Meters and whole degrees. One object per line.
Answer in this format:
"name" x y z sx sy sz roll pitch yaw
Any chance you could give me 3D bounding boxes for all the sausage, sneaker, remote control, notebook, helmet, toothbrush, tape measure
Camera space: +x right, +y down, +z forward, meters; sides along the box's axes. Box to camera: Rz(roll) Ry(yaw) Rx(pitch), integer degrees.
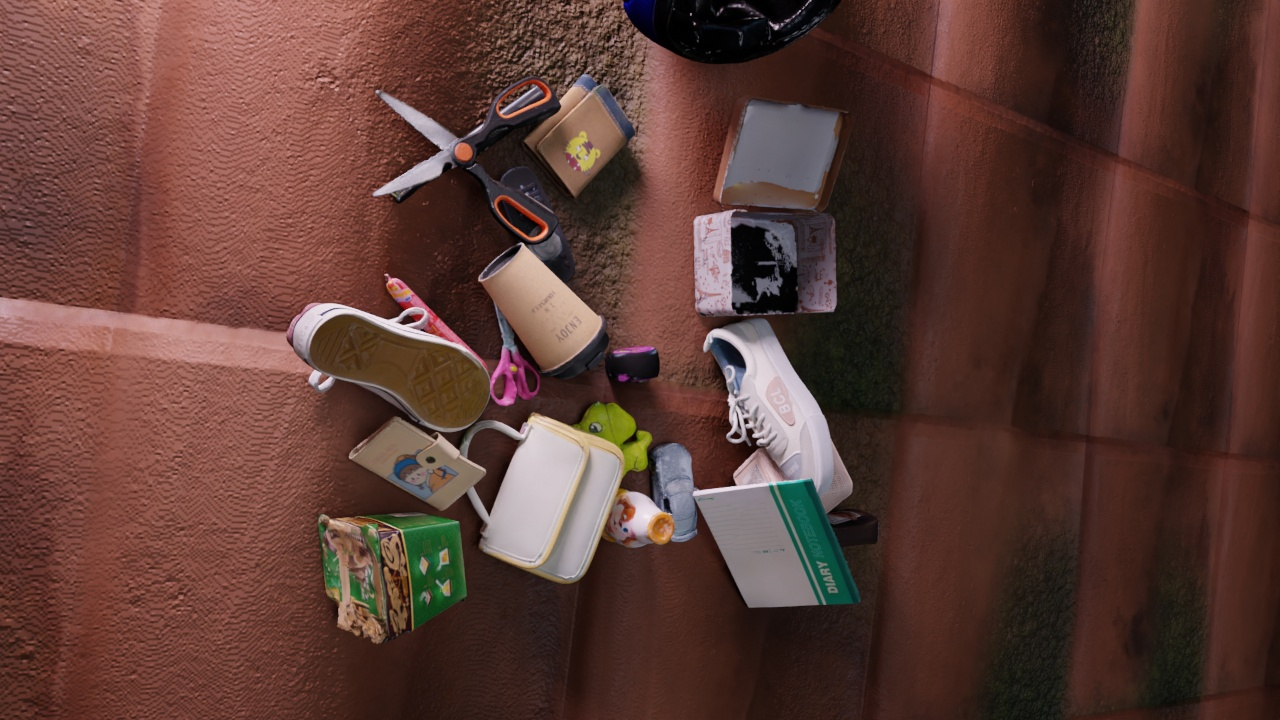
"sausage" -0.211 -0.033 0.954 0.156 0.020 0.020 48 68 -25
"sneaker" -0.246 0.000 0.896 0.241 0.088 0.118 30 88 -52
"remote control" -0.115 -0.145 1.006 0.053 0.024 0.136 -32 108 -27
"notebook" 0.169 0.229 1.125 0.209 0.151 0.012 64 30 -29
"sneaker" 0.148 0.057 1.104 0.090 0.090 0.242 -11 63 -25
"helmet" 0.074 -0.466 0.981 0.314 0.248 0.240 -23 62 -36
"toothbrush" -0.176 -0.228 0.964 0.027 0.026 0.212 43 67 11
"tape measure" -0.006 0.006 1.065 0.057 0.058 0.039 -10 98 -35

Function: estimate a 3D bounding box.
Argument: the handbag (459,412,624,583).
"handbag" -0.119 0.141 0.992 0.178 0.063 0.163 23 84 -17

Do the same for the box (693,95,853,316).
"box" 0.166 -0.185 1.134 0.178 0.110 0.259 -4 95 -33

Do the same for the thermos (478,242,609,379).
"thermos" -0.103 -0.052 0.980 0.092 0.093 0.143 -48 114 -22

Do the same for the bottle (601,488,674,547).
"bottle" -0.006 0.182 1.043 0.063 0.109 0.063 -1 91 -34

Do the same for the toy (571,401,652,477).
"toy" -0.032 0.091 1.067 0.096 0.031 0.100 -20 106 -24

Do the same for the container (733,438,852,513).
"container" 0.190 0.153 1.168 0.110 0.090 0.090 -6 60 -30

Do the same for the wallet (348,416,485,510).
"wallet" -0.221 0.103 0.924 0.115 0.087 0.024 38 33 -27

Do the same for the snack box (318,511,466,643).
"snack box" -0.238 0.199 0.903 0.105 0.118 0.117 -11 99 -45

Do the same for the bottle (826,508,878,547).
"bottle" 0.221 0.227 1.209 0.194 0.080 0.044 0 93 -30

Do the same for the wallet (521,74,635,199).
"wallet" -0.068 -0.251 1.029 0.115 0.033 0.090 -50 117 -17

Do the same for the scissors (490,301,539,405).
"scissors" -0.137 -0.019 1.006 0.073 0.017 0.137 -1 87 -43

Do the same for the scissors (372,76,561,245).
"scissors" -0.165 -0.210 0.947 0.234 0.022 0.221 -45 112 -19

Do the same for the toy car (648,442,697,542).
"toy car" 0.042 0.160 1.117 0.054 0.037 0.120 -9 94 -32
